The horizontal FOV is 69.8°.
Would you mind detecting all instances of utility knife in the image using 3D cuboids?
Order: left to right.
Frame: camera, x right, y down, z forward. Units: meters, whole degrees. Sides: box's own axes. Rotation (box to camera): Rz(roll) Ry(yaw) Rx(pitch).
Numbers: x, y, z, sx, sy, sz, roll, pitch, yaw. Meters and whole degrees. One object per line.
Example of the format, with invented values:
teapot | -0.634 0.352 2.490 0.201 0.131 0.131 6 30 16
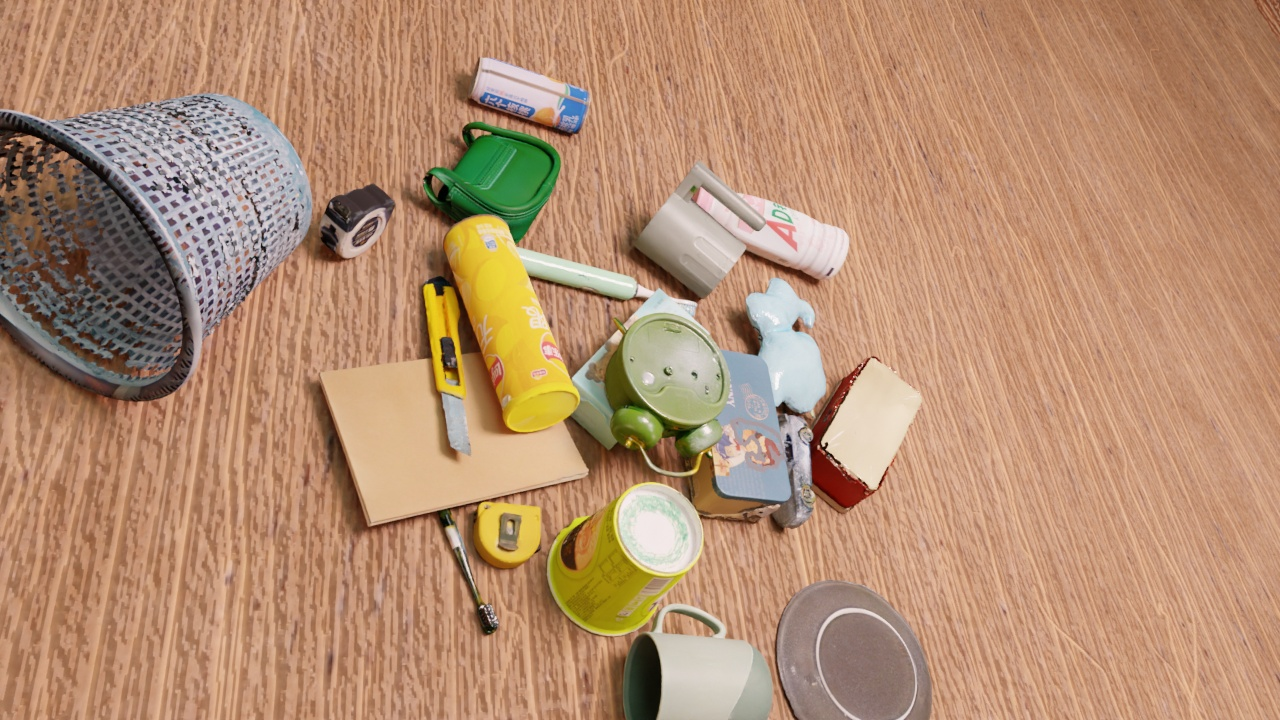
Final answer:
utility knife | -0.176 -0.001 0.850 0.033 0.015 0.214 3 49 -25

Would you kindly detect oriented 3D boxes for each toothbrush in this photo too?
toothbrush | -0.160 0.144 0.782 0.012 0.017 0.185 -15 68 -31
toothbrush | -0.039 -0.084 0.991 0.224 0.026 0.027 13 85 -21

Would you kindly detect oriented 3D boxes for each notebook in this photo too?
notebook | -0.164 0.059 0.828 0.211 0.012 0.149 -9 61 -36

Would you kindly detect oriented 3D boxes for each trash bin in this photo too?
trash bin | -0.378 -0.112 0.727 0.226 0.227 0.194 37 37 -2

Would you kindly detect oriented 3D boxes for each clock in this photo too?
clock | 0.024 0.033 0.863 0.116 0.056 0.161 10 59 -26

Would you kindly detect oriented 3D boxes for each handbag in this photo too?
handbag | -0.155 -0.192 0.973 0.120 0.068 0.131 28 50 -8

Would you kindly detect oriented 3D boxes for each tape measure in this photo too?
tape measure | -0.272 -0.131 0.871 0.033 0.066 0.065 42 34 6
tape measure | -0.115 0.150 0.796 0.060 0.029 0.057 10 56 -22

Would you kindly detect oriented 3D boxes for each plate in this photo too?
plate | 0.212 0.294 0.878 0.179 0.024 0.179 13 55 -20

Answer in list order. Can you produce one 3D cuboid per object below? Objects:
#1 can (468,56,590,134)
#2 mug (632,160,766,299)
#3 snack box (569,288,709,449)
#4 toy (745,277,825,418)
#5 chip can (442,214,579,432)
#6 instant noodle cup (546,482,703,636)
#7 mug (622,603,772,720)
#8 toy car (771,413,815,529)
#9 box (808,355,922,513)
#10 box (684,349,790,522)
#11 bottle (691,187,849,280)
can | -0.130 -0.310 1.073 0.134 0.053 0.053 13 54 -20
mug | 0.067 -0.144 1.025 0.103 0.124 0.083 39 32 -3
snack box | -0.006 0.005 0.933 0.074 0.052 0.174 41 50 0
toy | 0.167 -0.011 1.035 0.161 0.050 0.156 -34 89 -44
chip can | -0.126 -0.038 0.874 0.072 0.072 0.213 -6 57 -31
instant noodle cup | -0.007 0.163 0.782 0.111 0.124 0.111 14 54 -20
mug | 0.048 0.262 0.774 0.106 0.082 0.111 10 53 -21
toy car | 0.151 0.113 0.945 0.036 0.054 0.120 15 55 -22
box | 0.245 0.076 1.004 0.091 0.077 0.167 40 50 1
box | 0.092 0.070 0.938 0.089 0.061 0.184 8 58 -25
bottle | 0.154 -0.160 1.119 0.197 0.068 0.068 19 53 -12
